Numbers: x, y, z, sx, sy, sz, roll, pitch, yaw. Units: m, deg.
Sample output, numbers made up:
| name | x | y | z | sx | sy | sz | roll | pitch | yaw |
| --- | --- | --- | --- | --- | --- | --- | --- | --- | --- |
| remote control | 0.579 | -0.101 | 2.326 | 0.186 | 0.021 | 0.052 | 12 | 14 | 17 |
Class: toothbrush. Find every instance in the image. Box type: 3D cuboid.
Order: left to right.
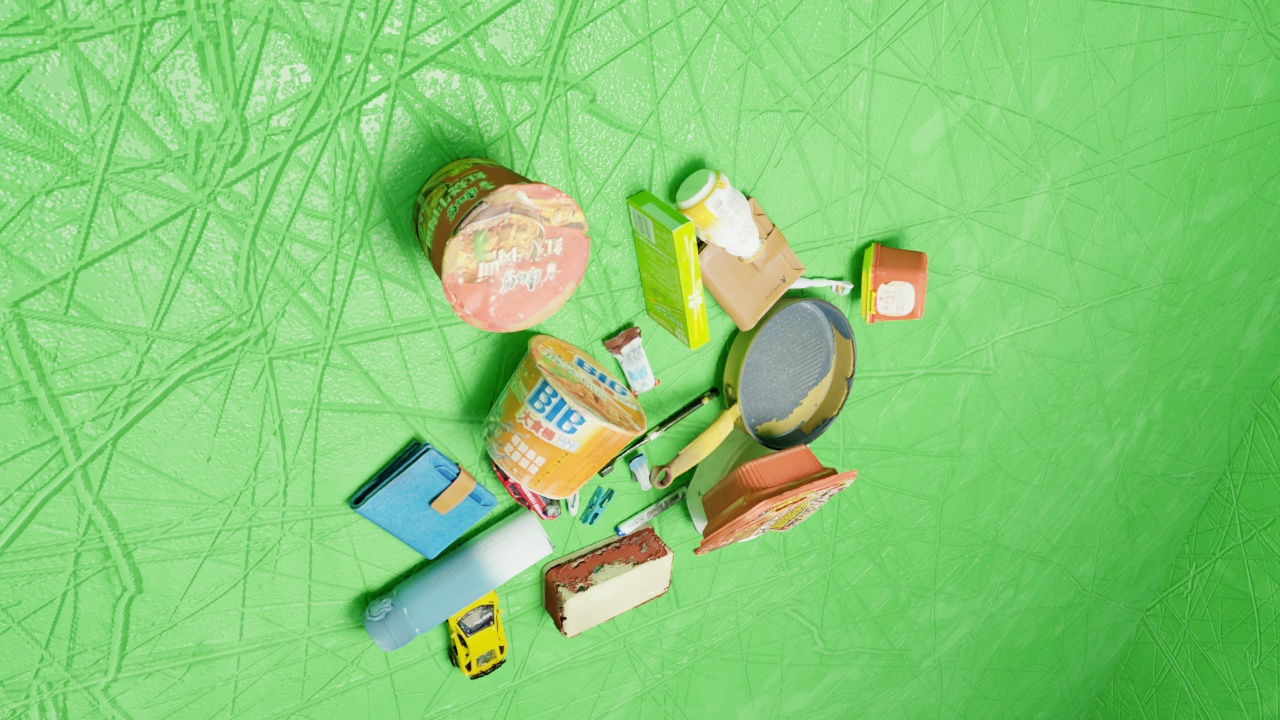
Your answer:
| name | x | y | z | sx | sy | sz | roll | pitch | yaw |
| --- | --- | --- | --- | --- | --- | --- | --- | --- | --- |
| toothbrush | -0.080 | 0.114 | 1.071 | 0.016 | 0.018 | 0.192 | -20 | 131 | -26 |
| toothbrush | 0.023 | 0.089 | 1.138 | 0.185 | 0.012 | 0.017 | -33 | 141 | -14 |
| toothbrush | 0.189 | -0.092 | 1.131 | 0.188 | 0.029 | 0.021 | -2 | 80 | -35 |

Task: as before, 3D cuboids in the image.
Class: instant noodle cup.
| name | x | y | z | sx | sy | sz | roll | pitch | yaw |
| --- | --- | --- | --- | --- | --- | --- | --- | --- | --- |
| instant noodle cup | -0.128 | -0.108 | 0.805 | 0.137 | 0.108 | 0.138 | -20 | 130 | -26 |
| instant noodle cup | -0.085 | 0.063 | 0.945 | 0.151 | 0.151 | 0.111 | 22 | 113 | -45 |
| instant noodle cup | 0.153 | 0.169 | 1.131 | 0.188 | 0.079 | 0.165 | -13 | 157 | -37 |

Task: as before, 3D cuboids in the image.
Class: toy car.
| name | x | y | z | sx | sy | sz | roll | pitch | yaw |
| --- | --- | --- | --- | --- | --- | --- | --- | --- | --- |
| toy car | -0.201 | 0.326 | 1.116 | 0.071 | 0.041 | 0.156 | -21 | 130 | -25 |
| toy car | -0.126 | 0.133 | 1.025 | 0.045 | 0.052 | 0.120 | -23 | 130 | 9 |

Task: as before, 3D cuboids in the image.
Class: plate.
| name | x | y | z | sx | sy | sz | roll | pitch | yaw |
| --- | --- | --- | --- | --- | --- | --- | --- | --- | --- |
| plate | 0.155 | 0.160 | 1.249 | 0.204 | 0.045 | 0.205 | -18 | 122 | -33 |

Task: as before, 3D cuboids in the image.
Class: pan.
| name | x | y | z | sx | sy | sz | roll | pitch | yaw |
| --- | --- | --- | --- | --- | --- | --- | --- | --- | --- |
| pan | 0.136 | 0.053 | 1.110 | 0.356 | 0.078 | 0.198 | -27 | 118 | -25 |

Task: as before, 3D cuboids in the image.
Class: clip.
| name | x | y | z | sx | sy | sz | roll | pitch | yaw |
| --- | --- | --- | --- | --- | --- | --- | --- | --- | --- |
| clip | -0.055 | 0.182 | 1.144 | 0.041 | 0.014 | 0.056 | 22 | 103 | -45 |
| clip | -0.001 | 0.137 | 1.145 | 0.024 | 0.028 | 0.057 | -34 | 138 | -16 |

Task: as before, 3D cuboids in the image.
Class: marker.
| name | x | y | z | sx | sy | sz | roll | pitch | yaw |
| --- | --- | --- | --- | --- | --- | --- | --- | --- | --- |
| marker | 0.030 | 0.191 | 1.214 | 0.145 | 0.017 | 0.017 | -28 | 134 | -19 |

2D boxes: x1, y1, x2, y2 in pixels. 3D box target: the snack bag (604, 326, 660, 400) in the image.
| name | x | y | z | sx | sy | sz | roll | pitch | yaw |
| --- | --- | --- | --- | --- | --- | --- | --- | --- | --- |
| snack bag | -0.006 | 0.006 | 1.044 | 0.045 | 0.026 | 0.105 | -28 | 134 | -6 |

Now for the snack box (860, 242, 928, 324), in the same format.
| name | x | y | z | sx | sy | sz | roll | pitch | yaw |
| --- | --- | --- | --- | --- | --- | --- | --- | --- | --- |
| snack box | 0.325 | -0.096 | 1.174 | 0.081 | 0.080 | 0.091 | -68 | 157 | -45 |

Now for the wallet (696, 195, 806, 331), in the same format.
| name | x | y | z | sx | sy | sz | roll | pitch | yaw |
| --- | --- | --- | --- | --- | --- | --- | --- | --- | --- |
| wallet | 0.120 | -0.109 | 1.045 | 0.108 | 0.031 | 0.132 | -45 | 128 | -2 |

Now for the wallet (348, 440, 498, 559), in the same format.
| name | x | y | z | sx | sy | sz | roll | pitch | yaw |
| --- | --- | --- | --- | --- | --- | --- | --- | --- | --- |
| wallet | -0.225 | 0.150 | 0.972 | 0.106 | 0.040 | 0.133 | -39 | 137 | -2 |

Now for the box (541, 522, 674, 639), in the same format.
| name | x | y | z | sx | sy | sz | roll | pitch | yaw |
| --- | --- | --- | --- | --- | --- | --- | --- | --- | --- |
| box | -0.037 | 0.287 | 1.187 | 0.168 | 0.078 | 0.091 | -18 | 130 | -28 |

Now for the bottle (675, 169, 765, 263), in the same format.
| name | x | y | z | sx | sy | sz | roll | pitch | yaw |
| --- | --- | --- | --- | --- | --- | --- | --- | --- | --- |
| bottle | 0.087 | -0.148 | 0.963 | 0.063 | 0.063 | 0.108 | -48 | 121 | 1 |

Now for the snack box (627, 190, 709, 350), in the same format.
| name | x | y | z | sx | sy | sz | roll | pitch | yaw |
| --- | --- | --- | --- | --- | --- | --- | --- | --- | --- |
| snack box | 0.030 | -0.092 | 0.958 | 0.026 | 0.086 | 0.156 | -29 | 133 | -20 |

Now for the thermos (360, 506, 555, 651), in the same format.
| name | x | y | z | sx | sy | sz | roll | pitch | yaw |
| --- | --- | --- | --- | --- | --- | --- | --- | --- | --- |
| thermos | -0.206 | 0.247 | 1.035 | 0.220 | 0.070 | 0.070 | -30 | 134 | -17 |
